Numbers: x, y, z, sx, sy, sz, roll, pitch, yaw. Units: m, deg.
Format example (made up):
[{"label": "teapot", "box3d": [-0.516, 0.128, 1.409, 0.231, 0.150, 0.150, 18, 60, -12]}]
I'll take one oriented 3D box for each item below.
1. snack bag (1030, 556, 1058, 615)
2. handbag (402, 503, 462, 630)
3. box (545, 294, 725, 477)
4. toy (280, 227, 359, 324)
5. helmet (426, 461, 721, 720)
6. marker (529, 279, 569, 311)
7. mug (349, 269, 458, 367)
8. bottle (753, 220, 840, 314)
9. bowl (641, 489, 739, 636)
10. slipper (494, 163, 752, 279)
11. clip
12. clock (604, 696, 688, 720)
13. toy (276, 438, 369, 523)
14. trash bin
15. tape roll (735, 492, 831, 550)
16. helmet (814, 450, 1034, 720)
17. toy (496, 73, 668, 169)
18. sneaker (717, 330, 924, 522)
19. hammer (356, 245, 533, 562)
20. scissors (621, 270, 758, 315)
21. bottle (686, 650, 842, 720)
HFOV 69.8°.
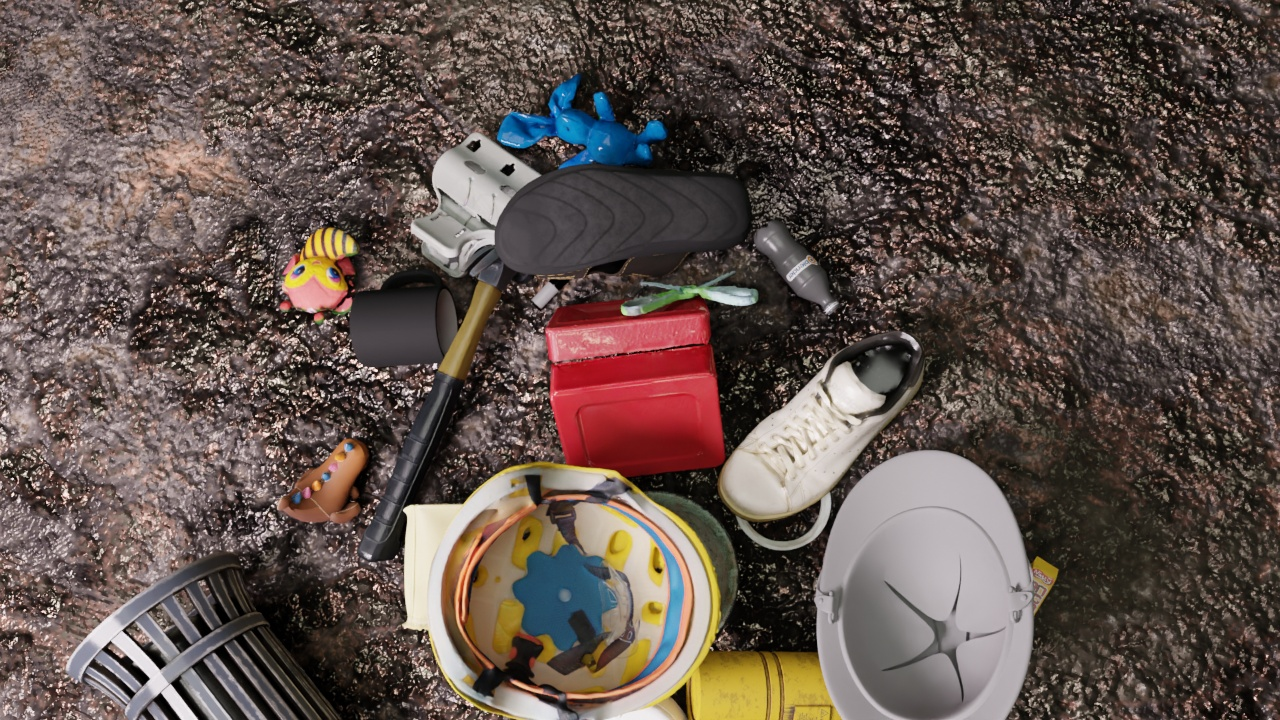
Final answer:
[{"label": "snack bag", "box3d": [0.349, 0.227, 0.842, 0.026, 0.020, 0.099, 35, 84, 10]}, {"label": "handbag", "box3d": [-0.169, 0.196, 0.872, 0.111, 0.081, 0.119, 2, 75, -17]}, {"label": "box", "box3d": [-0.004, 0.029, 0.881, 0.157, 0.153, 0.168, -5, 99, 4]}, {"label": "toy", "box3d": [-0.338, -0.090, 0.967, 0.084, 0.046, 0.103, 15, 77, 15]}, {"label": "helmet", "box3d": [-0.066, 0.200, 0.793, 0.240, 0.140, 0.208, 15, 74, -14]}, {"label": "marker", "box3d": [-0.062, -0.107, 0.955, 0.016, 0.016, 0.140, 42, 85, 12]}, {"label": "mug", "box3d": [-0.237, -0.048, 0.938, 0.088, 0.078, 0.113, -3, 51, 5]}, {"label": "bottle", "box3d": [0.159, -0.091, 0.918, 0.036, 0.036, 0.110, -38, 77, -3]}, {"label": "bowl", "box3d": [0.015, 0.203, 0.872, 0.157, 0.038, 0.157, -1, 78, 6]}, {"label": "slipper", "box3d": [-0.016, -0.136, 0.915, 0.267, 0.076, 0.113, -10, 92, -19]}, {"label": "clip", "box3d": [-0.171, -0.160, 0.960, 0.124, 0.073, 0.142, 34, 77, 14]}, {"label": "clock", "box3d": [-0.012, 0.359, 0.818, 0.161, 0.073, 0.125, 43, 92, 5]}, {"label": "toy", "box3d": [-0.308, 0.115, 0.894, 0.070, 0.103, 0.090, 36, 91, 13]}, {"label": "trash bin", "box3d": [-0.371, 0.316, 0.833, 0.164, 0.164, 0.227, -42, 81, -4]}, {"label": "tape roll", "box3d": [0.136, 0.136, 0.886, 0.093, 0.013, 0.093, -1, 79, 6]}, {"label": "helmet", "box3d": [0.261, 0.224, 0.808, 0.184, 0.117, 0.270, -11, 53, 32]}, {"label": "toy", "box3d": [-0.050, -0.245, 0.957, 0.176, 0.071, 0.112, 21, 79, 20]}, {"label": "sneaker", "box3d": [0.176, 0.056, 0.843, 0.241, 0.102, 0.089, -40, 75, -10]}, {"label": "hammer", "box3d": [-0.196, 0.040, 0.901, 0.025, 0.118, 0.333, 23, 87, 15]}, {"label": "scissors", "box3d": [0.050, -0.065, 0.876, 0.174, 0.171, 0.022, 0, 109, 41]}, {"label": "bottle", "box3d": [0.128, 0.297, 0.817, 0.163, 0.071, 0.071, 3, 78, -7]}]
